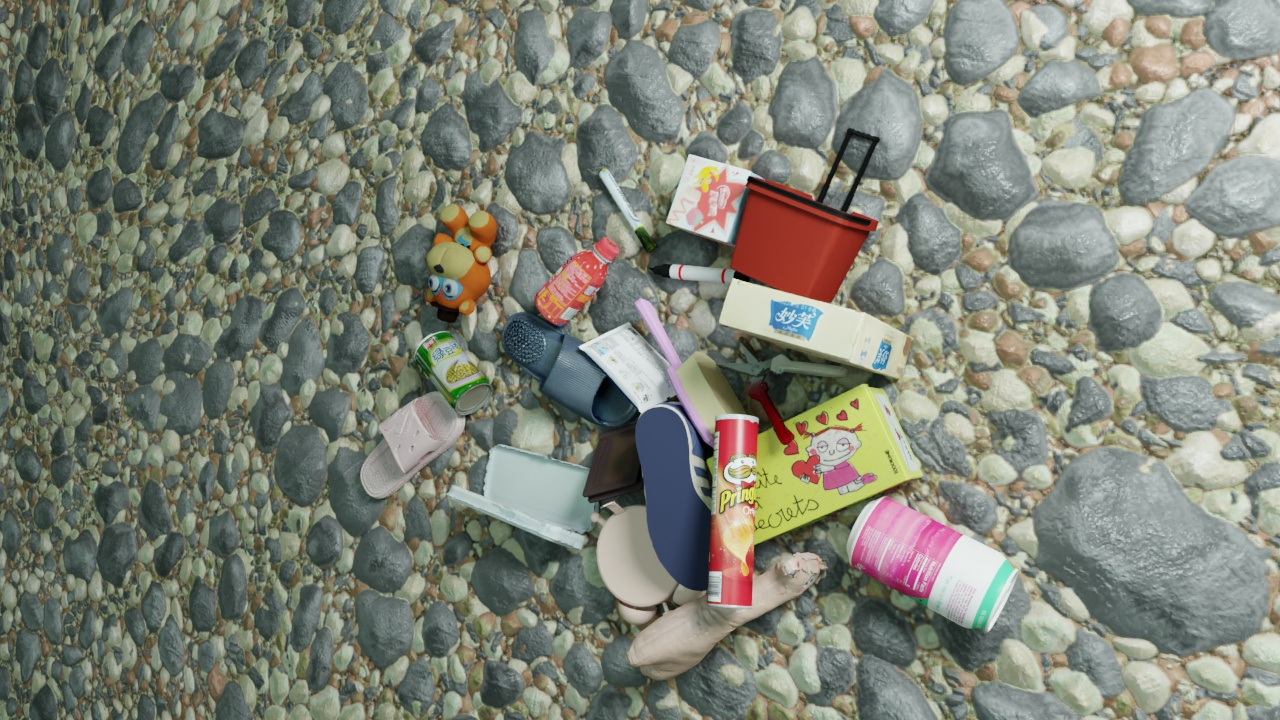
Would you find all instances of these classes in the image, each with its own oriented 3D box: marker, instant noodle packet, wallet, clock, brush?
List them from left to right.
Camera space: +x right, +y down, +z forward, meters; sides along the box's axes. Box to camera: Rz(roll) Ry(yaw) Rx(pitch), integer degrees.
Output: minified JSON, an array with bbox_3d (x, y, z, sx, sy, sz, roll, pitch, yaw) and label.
[{"bbox_3d":[-0.028,0.130,1.220,0.092,0.018,0.115,-19,39,29],"label":"wallet"},{"bbox_3d":[-0.020,-0.210,1.274,0.017,0.017,0.146,-39,68,22],"label":"marker"},{"bbox_3d":[-0.007,0.007,1.218,0.134,0.086,0.026,46,145,26],"label":"instant noodle packet"},{"bbox_3d":[0.004,0.256,1.194,0.131,0.086,0.160,-28,79,26],"label":"clock"},{"bbox_3d":[0.063,0.008,1.168,0.043,0.089,0.228,-36,70,19],"label":"brush"},{"bbox_3d":[0.074,-0.115,1.210,0.146,0.019,0.019,9,91,31],"label":"marker"}]

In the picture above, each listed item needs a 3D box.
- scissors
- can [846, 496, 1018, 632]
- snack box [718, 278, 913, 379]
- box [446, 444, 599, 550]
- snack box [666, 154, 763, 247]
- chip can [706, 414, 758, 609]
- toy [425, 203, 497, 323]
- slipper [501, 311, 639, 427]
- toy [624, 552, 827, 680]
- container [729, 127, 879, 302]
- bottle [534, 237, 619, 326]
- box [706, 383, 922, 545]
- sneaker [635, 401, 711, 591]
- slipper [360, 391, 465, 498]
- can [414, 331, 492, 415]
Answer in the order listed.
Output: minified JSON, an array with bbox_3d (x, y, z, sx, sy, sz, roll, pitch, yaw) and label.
[{"bbox_3d":[0.165,0.024,1.094,0.180,0.015,0.196,-24,43,30],"label":"scissors"},{"bbox_3d":[0.315,0.220,1.002,0.166,0.088,0.088,26,100,30],"label":"can"},{"bbox_3d":[0.200,-0.032,1.020,0.153,0.207,0.055,18,93,30],"label":"snack box"},{"bbox_3d":[-0.170,0.193,1.285,0.211,0.105,0.130,8,87,31],"label":"box"},{"bbox_3d":[0.101,-0.199,1.165,0.095,0.079,0.093,24,99,29],"label":"snack box"},{"bbox_3d":[0.106,0.171,1.046,0.052,0.051,0.214,-4,75,30],"label":"chip can"},{"bbox_3d":[-0.270,-0.144,1.383,0.112,0.096,0.176,16,106,30],"label":"toy"},{"bbox_3d":[-0.114,0.011,1.278,0.264,0.082,0.101,31,104,29],"label":"slipper"},{"bbox_3d":[0.107,0.312,1.124,0.264,0.196,0.065,-28,65,0],"label":"toy"},{"bbox_3d":[0.204,-0.182,1.083,0.148,0.126,0.201,29,107,29],"label":"container"},{"bbox_3d":[-0.085,-0.114,1.281,0.138,0.062,0.062,-44,66,20],"label":"bottle"},{"bbox_3d":[0.201,0.127,1.082,0.221,0.082,0.124,-26,73,25],"label":"box"},{"bbox_3d":[0.051,0.160,1.157,0.091,0.118,0.233,-17,95,9],"label":"sneaker"},{"bbox_3d":[-0.372,0.131,1.434,0.240,0.064,0.094,-42,67,23],"label":"slipper"},{"bbox_3d":[-0.283,0.018,1.386,0.121,0.067,0.067,47,109,24],"label":"can"}]
